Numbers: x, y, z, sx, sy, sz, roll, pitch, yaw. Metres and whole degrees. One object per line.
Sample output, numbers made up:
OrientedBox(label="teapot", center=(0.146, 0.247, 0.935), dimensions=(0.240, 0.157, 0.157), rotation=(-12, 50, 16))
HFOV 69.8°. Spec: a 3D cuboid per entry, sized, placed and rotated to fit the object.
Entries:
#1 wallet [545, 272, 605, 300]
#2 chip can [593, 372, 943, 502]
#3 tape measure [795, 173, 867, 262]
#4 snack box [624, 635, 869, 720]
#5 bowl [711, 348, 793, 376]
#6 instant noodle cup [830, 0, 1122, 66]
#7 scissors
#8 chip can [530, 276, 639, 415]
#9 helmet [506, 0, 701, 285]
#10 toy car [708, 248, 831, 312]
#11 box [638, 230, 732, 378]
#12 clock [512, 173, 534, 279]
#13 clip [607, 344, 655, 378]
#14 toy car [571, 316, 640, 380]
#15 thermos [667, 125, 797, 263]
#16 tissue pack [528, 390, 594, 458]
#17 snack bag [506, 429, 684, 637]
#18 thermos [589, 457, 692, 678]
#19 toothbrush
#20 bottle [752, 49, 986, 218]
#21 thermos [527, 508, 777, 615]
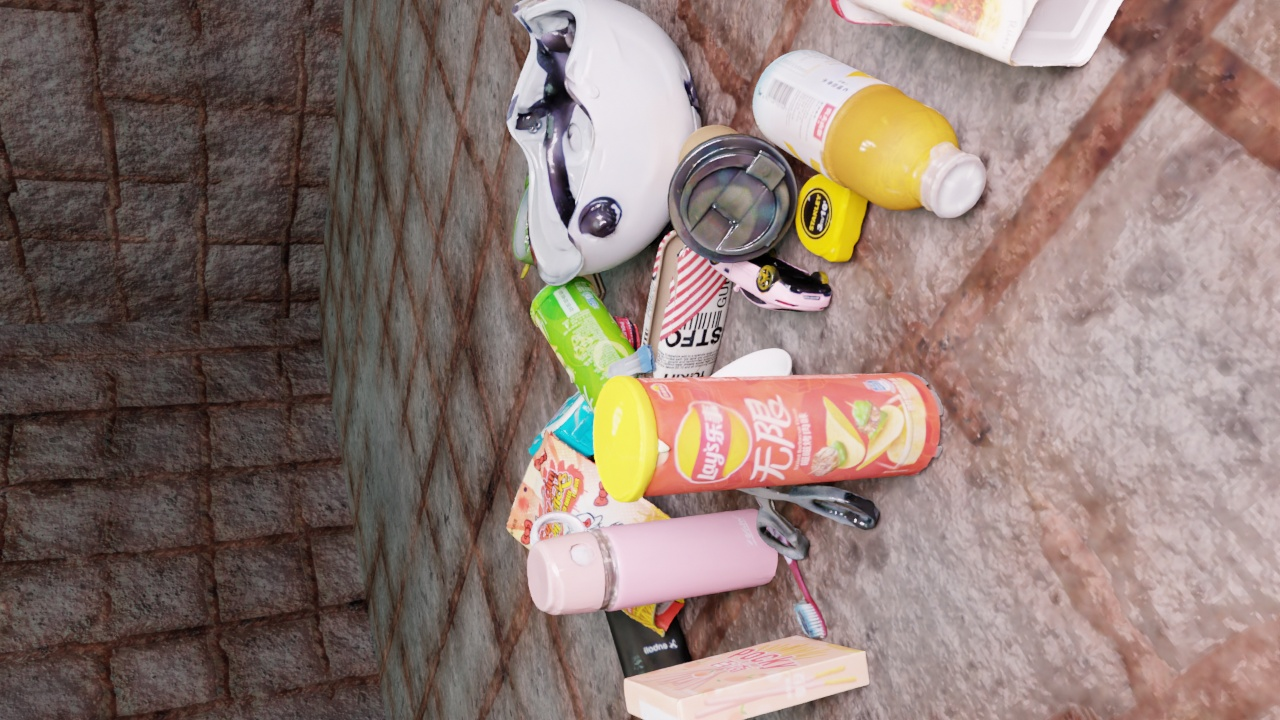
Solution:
OrientedBox(label="wallet", center=(-0.079, -0.082, 1.096), dimensions=(0.116, 0.020, 0.101), rotation=(-59, 43, 44))
OrientedBox(label="chip can", center=(0.081, 0.042, 0.561), dimensions=(0.073, 0.216, 0.073), rotation=(6, 97, 63))
OrientedBox(label="tape measure", center=(0.136, -0.103, 0.645), dimensions=(0.057, 0.028, 0.060), rotation=(45, 132, 53))
OrientedBox(label="snack box", center=(0.076, 0.230, 0.657), dimensions=(0.085, 0.157, 0.026), rotation=(-17, 79, 62))
OrientedBox(label="bowl", center=(0.083, 0.052, 0.712), dimensions=(0.065, 0.118, 0.118), rotation=(51, 160, -17))
OrientedBox(label="instant noodle cup", center=(0.179, -0.212, 0.469), dimensions=(0.124, 0.116, 0.117), rotation=(49, 136, 34))
OrientedBox(label="scissors", center=(0.085, 0.095, 0.669), dimensions=(0.160, 0.181, 0.014), rotation=(78, -148, -49))
OrientedBox(label="chip can", center=(-0.030, 0.014, 0.891), dimensions=(0.221, 0.072, 0.073), rotation=(57, 143, 24))
OrientedBox(label="helmet", center=(-0.026, -0.199, 0.834), dimensions=(0.229, 0.145, 0.259), rotation=(-122, 30, -51))
OrientedBox(label="toy car", center=(0.096, -0.063, 0.701), dimensions=(0.122, 0.056, 0.037), rotation=(42, 122, 56))
OrientedBox(label="box", center=(0.037, -0.041, 0.815), dimensions=(0.073, 0.075, 0.164), rotation=(40, 130, 50))
OrientedBox(label="clock", center=(-0.103, -0.176, 1.072), dimensions=(0.116, 0.056, 0.161), rotation=(-5, 75, 62))
OrientedBox(label="clip", center=(-0.004, 0.005, 0.814), dimensions=(0.056, 0.027, 0.024), rotation=(-29, 71, 51))
OrientedBox(label="toy car", center=(-0.042, -0.010, 0.995), dimensions=(0.121, 0.045, 0.053), rotation=(-29, 66, 55))
OrientedBox(label="thermos", center=(0.064, -0.135, 0.695), dimensions=(0.143, 0.093, 0.093), rotation=(-93, 12, -64))
OrientedBox(label="tissue pack", center=(-0.063, 0.067, 0.989), dimensions=(0.050, 0.093, 0.134), rotation=(43, 150, -7))
OrientedBox(label="snack bag", center=(-0.040, 0.167, 0.888), dimensions=(0.208, 0.073, 0.129), rotation=(28, 109, 30))
OrientedBox(label="thermos", center=(-0.026, 0.218, 0.940), dimensions=(0.069, 0.090, 0.242), rotation=(88, 163, -53))
OrientedBox(label="toothbrush", center=(0.106, 0.136, 0.743), dimensions=(0.016, 0.017, 0.187), rotation=(-61, 41, 46))
OrientedBox(label="bottle", center=(0.142, -0.144, 0.585), dimensions=(0.189, 0.068, 0.068), rotation=(51, 137, 49))
OrientedBox(label="thermos", center=(0.007, 0.154, 0.743), dimensions=(0.067, 0.198, 0.087), rotation=(112, 147, -42))
